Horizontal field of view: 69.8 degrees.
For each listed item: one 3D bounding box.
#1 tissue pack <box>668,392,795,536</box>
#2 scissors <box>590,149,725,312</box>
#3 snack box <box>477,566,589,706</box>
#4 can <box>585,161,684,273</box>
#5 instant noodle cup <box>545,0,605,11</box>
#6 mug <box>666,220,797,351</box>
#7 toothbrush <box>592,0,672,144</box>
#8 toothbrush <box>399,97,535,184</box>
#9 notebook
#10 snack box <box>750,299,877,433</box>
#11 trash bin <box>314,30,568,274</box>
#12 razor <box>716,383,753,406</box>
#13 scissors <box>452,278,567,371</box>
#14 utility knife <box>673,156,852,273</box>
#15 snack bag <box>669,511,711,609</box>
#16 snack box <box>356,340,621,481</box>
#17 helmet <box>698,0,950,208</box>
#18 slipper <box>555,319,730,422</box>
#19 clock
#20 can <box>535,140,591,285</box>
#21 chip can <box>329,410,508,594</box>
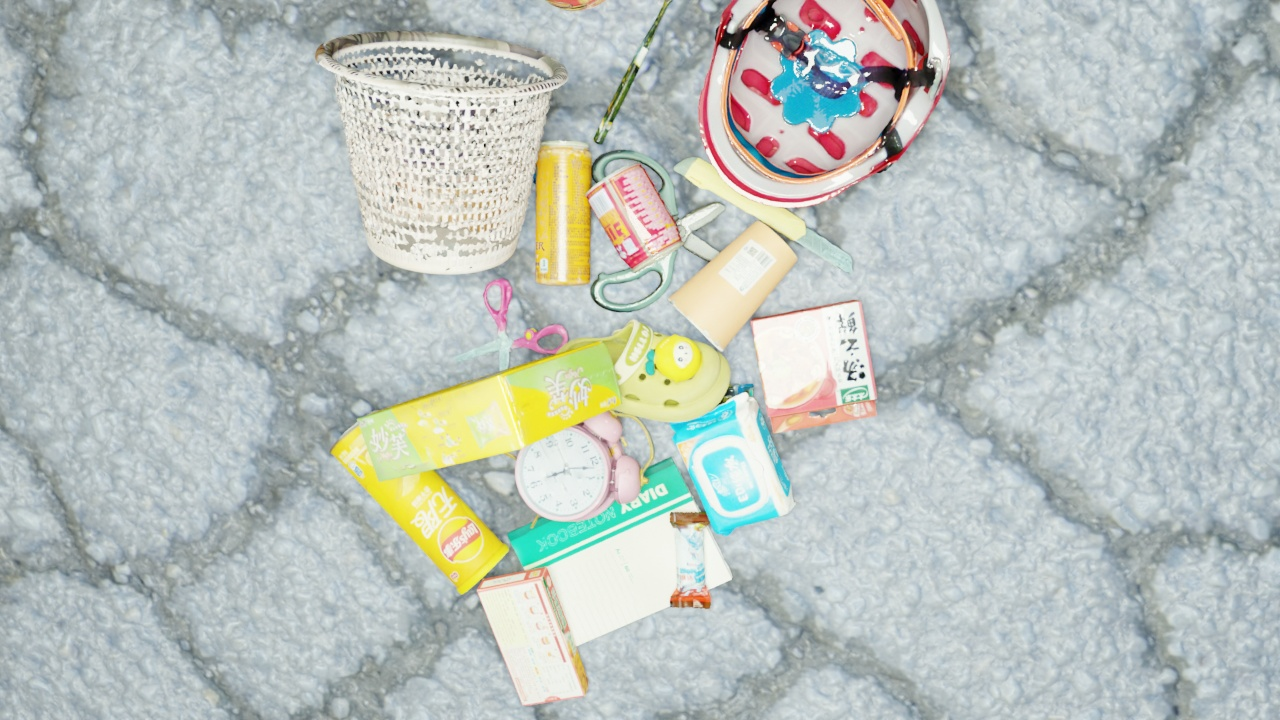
[{"bbox_3d":[0.095,0.108,0.951,0.090,0.063,0.140,-21,100,16],"label":"tissue pack"},{"bbox_3d":[-0.002,-0.144,0.966,0.170,0.019,0.179,-33,91,10],"label":"scissors"},{"bbox_3d":[-0.117,0.304,1.005,0.077,0.027,0.156,-13,107,12],"label":"snack box"},{"bbox_3d":[-0.005,-0.142,0.923,0.066,0.066,0.094,-30,92,9],"label":"can"},{"bbox_3d":[-0.070,-0.412,0.897,0.138,0.108,0.138,1,96,7],"label":"instant noodle cup"},{"bbox_3d":[0.097,-0.079,0.934,0.078,0.078,0.123,44,95,0],"label":"mug"},{"bbox_3d":[-0.004,-0.309,0.947,0.012,0.017,0.186,28,99,0],"label":"toothbrush"},{"bbox_3d":[-0.176,-0.231,0.977,0.189,0.016,0.014,31,103,1],"label":"toothbrush"},{"bbox_3d":[-0.025,0.215,1.012,0.209,0.012,0.150,-26,92,9],"label":"notebook"},{"bbox_3d":[0.180,0.009,0.947,0.113,0.044,0.127,-11,95,8],"label":"snack box"},{"bbox_3d":[-0.190,-0.197,0.886,0.227,0.226,0.192,11,119,5],"label":"trash bin"},{"bbox_3d":[0.049,0.041,0.977,0.143,0.022,0.043,-3,125,4],"label":"razor"},{"bbox_3d":[-0.147,-0.027,0.998,0.133,0.017,0.135,-16,97,12],"label":"scissors"},{"bbox_3d":[0.130,-0.152,0.946,0.213,0.022,0.031,31,80,8],"label":"utility knife"},{"bbox_3d":[0.053,0.213,0.981,0.048,0.026,0.104,1,96,-5],"label":"snack bag"},{"bbox_3d":[-0.146,0.049,0.897,0.211,0.157,0.070,-16,93,36],"label":"snack box"},{"bbox_3d":[0.170,-0.267,0.872,0.207,0.143,0.240,38,113,2],"label":"helmet"},{"bbox_3d":[-0.006,0.005,0.935,0.191,0.082,0.091,6,58,15],"label":"slipper"},{"bbox_3d":[-0.060,0.109,0.974,0.158,0.059,0.117,-23,87,8],"label":"clock"},{"bbox_3d":[-0.080,-0.151,0.953,0.058,0.058,0.146,2,96,6],"label":"can"},{"bbox_3d":[-0.239,0.153,0.999,0.072,0.072,0.213,-42,90,9],"label":"chip can"}]
